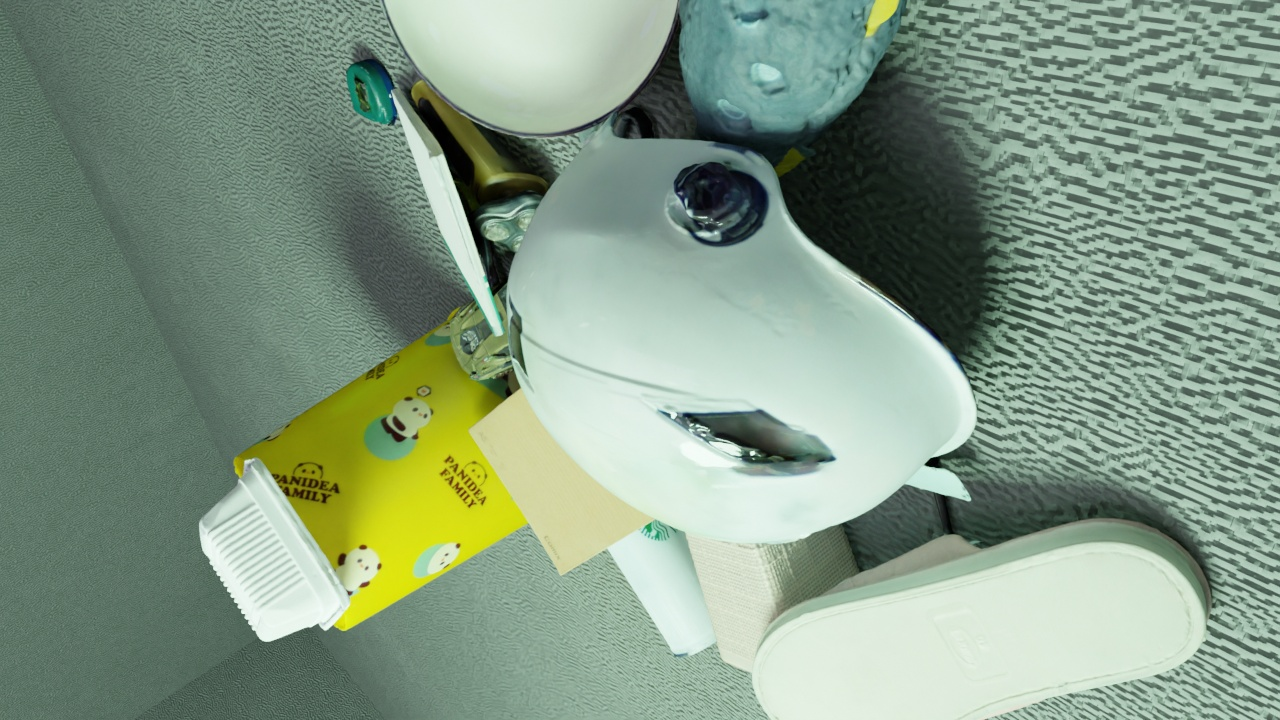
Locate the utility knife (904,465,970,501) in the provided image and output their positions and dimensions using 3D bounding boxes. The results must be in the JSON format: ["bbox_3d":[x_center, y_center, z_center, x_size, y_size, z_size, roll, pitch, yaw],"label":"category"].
[{"bbox_3d":[0.121,0.063,0.577,0.203,0.018,0.034,8,121,57],"label":"utility knife"}]

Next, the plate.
[{"bbox_3d":[-0.060,-0.224,0.513,0.192,0.038,0.193,10,119,18],"label":"plate"}]

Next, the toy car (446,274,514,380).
[{"bbox_3d":[-0.107,-0.035,0.769,0.159,0.042,0.070,-30,82,40],"label":"toy car"}]

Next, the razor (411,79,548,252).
[{"bbox_3d":[-0.126,-0.154,0.703,0.167,0.067,0.062,53,149,19],"label":"razor"}]

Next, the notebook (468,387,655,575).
[{"bbox_3d":[-0.036,0.068,0.733,0.212,0.012,0.149,-36,86,33],"label":"notebook"}]

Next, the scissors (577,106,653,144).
[{"bbox_3d":[-0.040,-0.138,0.644,0.173,0.014,0.142,11,128,53],"label":"scissors"}]

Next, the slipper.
[{"bbox_3d":[0.176,0.156,0.521,0.275,0.054,0.114,-37,90,38],"label":"slipper"}]

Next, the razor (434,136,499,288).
[{"bbox_3d":[-0.143,-0.122,0.788,0.042,0.022,0.143,-122,14,-58],"label":"razor"}]

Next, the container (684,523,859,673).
[{"bbox_3d":[0.095,0.148,0.637,0.090,0.089,0.111,3,116,54],"label":"container"}]

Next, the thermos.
[{"bbox_3d":[-0.001,0.139,0.783,0.224,0.073,0.073,58,149,0],"label":"thermos"}]

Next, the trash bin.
[{"bbox_3d":[-0.219,0.105,0.874,0.230,0.254,0.230,36,143,32],"label":"trash bin"}]

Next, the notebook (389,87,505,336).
[{"bbox_3d":[-0.161,-0.126,0.745,0.209,0.012,0.150,-129,21,-54],"label":"notebook"}]

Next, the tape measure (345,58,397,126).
[{"bbox_3d":[-0.241,-0.239,0.818,0.058,0.025,0.055,31,141,36],"label":"tape measure"}]

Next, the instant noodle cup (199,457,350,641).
[{"bbox_3d":[-0.301,0.165,0.737,0.138,0.060,0.174,55,150,4],"label":"instant noodle cup"}]

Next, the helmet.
[{"bbox_3d":[0.024,0.007,0.483,0.259,0.145,0.229,38,167,33],"label":"helmet"}]

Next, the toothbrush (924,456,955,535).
[{"bbox_3d":[0.161,0.049,0.523,0.016,0.018,0.181,12,125,54],"label":"toothbrush"}]

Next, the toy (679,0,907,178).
[{"bbox_3d":[0.062,-0.183,0.397,0.357,0.091,0.137,96,160,-44],"label":"toy"}]
